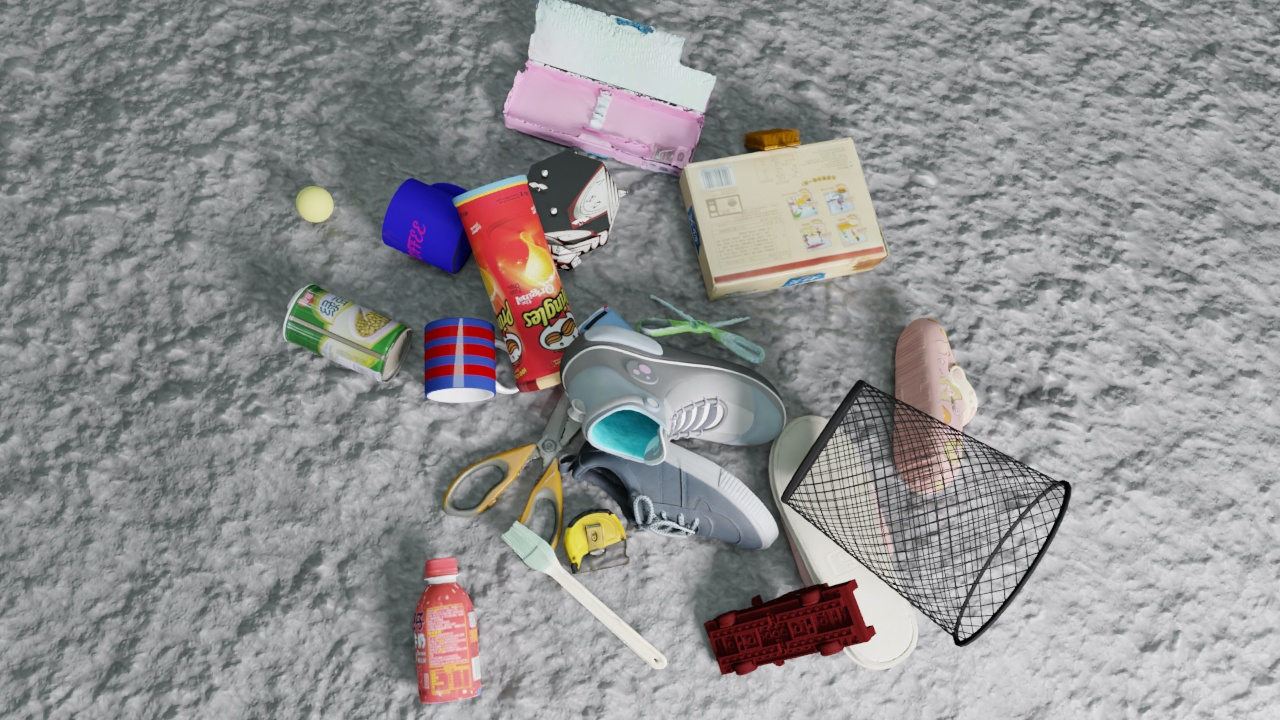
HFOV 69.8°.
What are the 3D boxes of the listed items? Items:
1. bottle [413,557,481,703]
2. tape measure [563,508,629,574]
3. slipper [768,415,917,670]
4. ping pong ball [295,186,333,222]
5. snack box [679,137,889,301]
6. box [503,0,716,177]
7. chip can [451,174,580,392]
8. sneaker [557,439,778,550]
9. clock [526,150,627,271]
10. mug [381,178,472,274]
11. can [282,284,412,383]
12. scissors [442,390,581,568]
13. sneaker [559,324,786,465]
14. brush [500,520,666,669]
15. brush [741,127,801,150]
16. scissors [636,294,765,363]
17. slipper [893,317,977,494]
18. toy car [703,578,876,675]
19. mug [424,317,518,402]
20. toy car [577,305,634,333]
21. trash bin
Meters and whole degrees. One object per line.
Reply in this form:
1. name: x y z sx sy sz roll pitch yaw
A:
1. bottle: -0.196 0.269 0.922 0.062 0.062 0.137 -6 75 -6
2. tape measure: -0.048 0.189 0.966 0.065 0.037 0.064 -10 77 -7
3. slipper: 0.212 0.191 0.979 0.114 0.054 0.274 -15 75 -8
4. ping pong ball: -0.366 -0.176 1.031 0.040 0.040 0.040 1 76 -5
5. snack box: 0.163 -0.165 1.065 0.207 0.055 0.153 -11 77 -8
6. box: -0.033 -0.319 1.086 0.230 0.061 0.161 17 95 0
7. chip can: -0.123 -0.080 0.968 0.087 0.087 0.213 -20 99 -10
8. sneaker: 0.028 0.144 0.956 0.235 0.089 0.087 28 62 9
9. clock: -0.093 -0.166 1.038 0.114 0.065 0.154 40 75 6
10. mug: -0.224 -0.159 1.026 0.083 0.079 0.111 23 47 1
11. can: -0.314 -0.029 0.984 0.121 0.067 0.067 23 75 1
12. scissors: -0.100 0.116 0.992 0.225 0.016 0.175 -40 83 -13
13. sneaker: 0.046 0.059 0.905 0.256 0.160 0.093 17 115 -19
14. brush: -0.056 0.245 0.948 0.217 0.033 0.012 42 34 -2
15. brush: 0.157 -0.254 1.055 0.048 0.126 0.017 -11 107 -8
16. scissors: 0.066 -0.036 1.000 0.171 0.021 0.173 -11 30 -41
17. slipper: 0.332 0.049 1.011 0.081 0.093 0.197 6 74 -15
18. toy car: 0.152 0.266 0.924 0.170 0.061 0.070 -26 78 33
19. mug: -0.177 0.002 0.992 0.111 0.075 0.076 5 74 -31
20. toy car: -0.006 0.006 1.007 0.056 0.055 0.153 -42 83 -13
21. trash bin: 0.262 0.134 0.883 0.210 0.184 0.183 33 75 14
